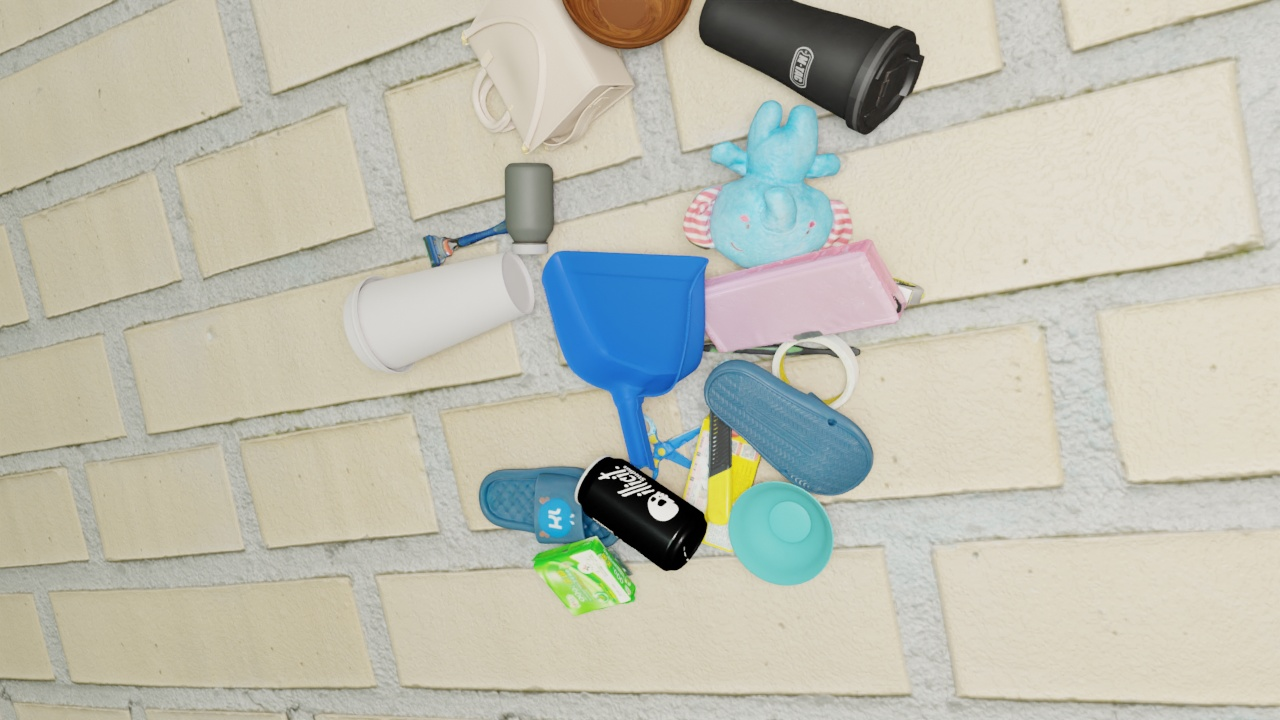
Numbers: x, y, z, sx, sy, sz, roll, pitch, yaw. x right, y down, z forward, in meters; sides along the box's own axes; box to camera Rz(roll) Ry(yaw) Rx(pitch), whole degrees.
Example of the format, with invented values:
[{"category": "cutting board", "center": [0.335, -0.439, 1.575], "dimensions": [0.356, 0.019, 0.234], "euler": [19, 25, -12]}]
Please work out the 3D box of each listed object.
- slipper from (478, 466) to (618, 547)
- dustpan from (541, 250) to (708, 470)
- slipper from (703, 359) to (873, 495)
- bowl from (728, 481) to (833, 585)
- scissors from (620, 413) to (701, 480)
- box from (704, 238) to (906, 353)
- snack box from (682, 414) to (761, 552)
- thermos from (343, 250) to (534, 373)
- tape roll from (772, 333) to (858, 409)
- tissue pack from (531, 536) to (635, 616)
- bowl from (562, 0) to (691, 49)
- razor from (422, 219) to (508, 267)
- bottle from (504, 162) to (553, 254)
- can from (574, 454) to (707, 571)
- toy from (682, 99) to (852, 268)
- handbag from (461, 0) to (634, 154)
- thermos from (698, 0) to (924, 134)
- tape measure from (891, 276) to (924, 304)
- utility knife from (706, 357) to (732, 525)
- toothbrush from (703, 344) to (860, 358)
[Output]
[{"category": "slipper", "center": [-0.121, 0.185, 1.178], "dimensions": [0.214, 0.059, 0.104], "euler": [6, 98, 25]}, {"category": "dustpan", "center": [-0.006, 0.006, 1.073], "dimensions": [0.246, 0.059, 0.258], "euler": [9, 121, 43]}, {"category": "slipper", "center": [0.166, 0.067, 1.008], "dimensions": [0.213, 0.059, 0.104], "euler": [37, 125, -9]}, {"category": "bowl", "center": [0.166, 0.192, 1.052], "dimensions": [0.121, 0.046, 0.121], "euler": [4, 100, 24]}, {"category": "scissors", "center": [0.023, 0.105, 1.124], "dimensions": [0.126, 0.016, 0.125], "euler": [-32, 88, 22]}, {"category": "box", "center": [0.157, -0.065, 0.966], "dimensions": [0.233, 0.041, 0.098], "euler": [-12, 123, 45]}, {"category": "snack box", "center": [0.094, 0.145, 1.085], "dimensions": [0.075, 0.025, 0.152], "euler": [18, 106, 14]}, {"category": "thermos", "center": [-0.252, -0.068, 1.166], "dimensions": [0.222, 0.131, 0.131], "euler": [-16, 92, 18]}, {"category": "tape roll", "center": [0.192, 0.012, 1.012], "dimensions": [0.094, 0.019, 0.094], "euler": [13, 120, 24]}, {"category": "tissue pack", "center": [-0.069, 0.273, 1.161], "dimensions": [0.100, 0.034, 0.114], "euler": [-22, 116, 25]}, {"category": "bowl", "center": [-0.018, -0.405, 1.015], "dimensions": [0.147, 0.069, 0.147], "euler": [1, 84, -6]}, {"category": "razor", "center": [-0.216, -0.157, 1.186], "dimensions": [0.141, 0.018, 0.044], "euler": [-13, 96, 22]}, {"category": "bottle", "center": [-0.136, -0.185, 1.120], "dimensions": [0.060, 0.060, 0.108], "euler": [4, 100, 24]}, {"category": "can", "center": [0.000, 0.177, 1.074], "dimensions": [0.146, 0.080, 0.080], "euler": [31, 110, 25]}, {"category": "toy", "center": [0.142, -0.173, 0.955], "dimensions": [0.183, 0.114, 0.181], "euler": [7, 121, -2]}, {"category": "handbag", "center": [-0.131, -0.339, 1.083], "dimensions": [0.198, 0.101, 0.194], "euler": [-32, 85, 38]}, {"category": "thermos", "center": [0.168, -0.320, 0.940], "dimensions": [0.219, 0.105, 0.106], "euler": [32, 110, 22]}, {"category": "tape measure", "center": [0.261, -0.075, 0.954], "dimensions": [0.064, 0.064, 0.017], "euler": [22, 107, 22]}, {"category": "utility knife", "center": [0.092, 0.093, 1.049], "dimensions": [0.029, 0.020, 0.198], "euler": [4, 103, 16]}, {"category": "toothbrush", "center": [0.157, -0.012, 1.044], "dimensions": [0.188, 0.017, 0.014], "euler": [2, 96, 28]}]
